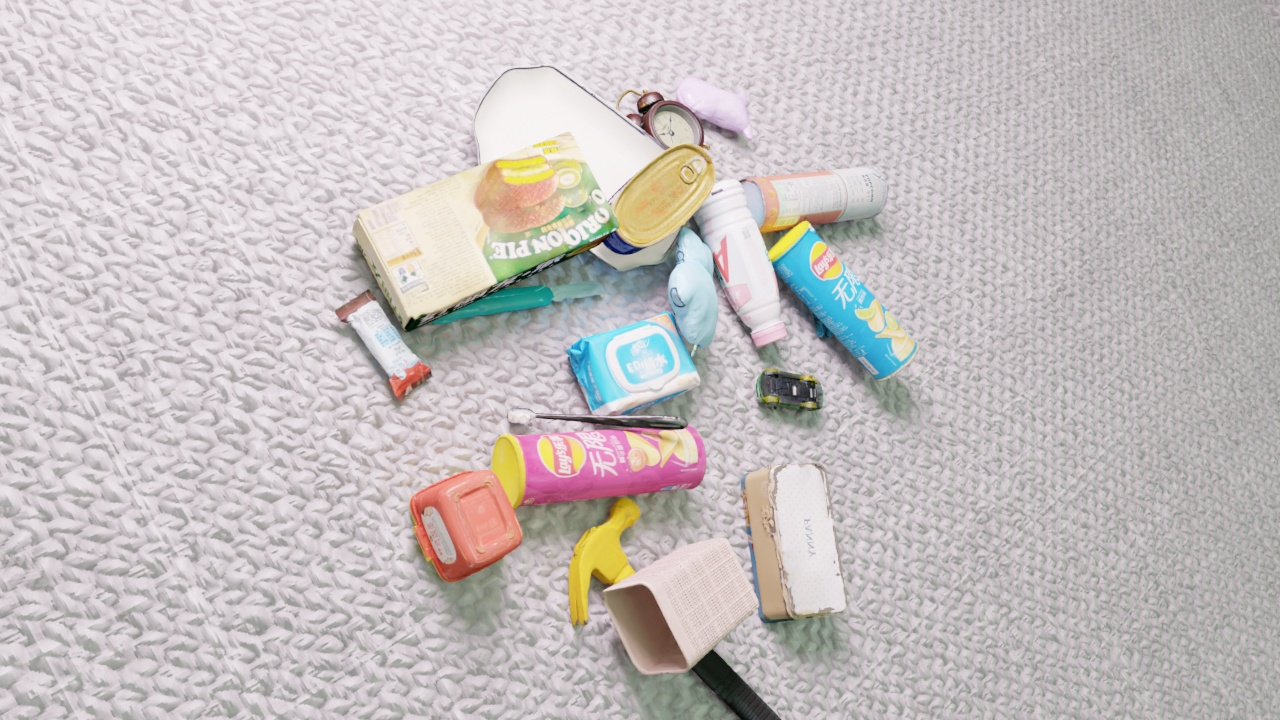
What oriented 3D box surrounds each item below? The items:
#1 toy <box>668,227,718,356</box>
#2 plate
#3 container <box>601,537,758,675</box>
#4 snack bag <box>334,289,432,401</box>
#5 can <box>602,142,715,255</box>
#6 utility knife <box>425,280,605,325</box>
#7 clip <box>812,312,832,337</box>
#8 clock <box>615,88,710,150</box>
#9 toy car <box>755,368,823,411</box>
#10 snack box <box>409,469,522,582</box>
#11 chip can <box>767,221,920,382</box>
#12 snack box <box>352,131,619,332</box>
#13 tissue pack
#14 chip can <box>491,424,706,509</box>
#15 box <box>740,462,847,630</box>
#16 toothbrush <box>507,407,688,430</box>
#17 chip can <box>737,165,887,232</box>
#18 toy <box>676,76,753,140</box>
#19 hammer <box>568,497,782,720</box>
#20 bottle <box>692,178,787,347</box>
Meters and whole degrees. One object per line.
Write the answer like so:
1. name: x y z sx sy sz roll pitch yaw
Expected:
1. toy: 0.060 -0.075 1.008 0.161 0.050 0.156 39 41 -67
2. plate: -0.065 -0.208 1.015 0.265 0.034 0.161 33 71 -17
3. container: 0.041 0.230 0.876 0.110 0.090 0.090 -25 87 -38
4. snack bag: -0.241 -0.015 0.865 0.104 0.026 0.048 52 51 -5
5. can: 0.017 -0.175 1.000 0.147 0.049 0.074 -46 104 -22
6. utility knife: -0.130 -0.062 0.953 0.215 0.013 0.029 -11 78 -30
7. clip: 0.231 -0.055 1.162 0.042 0.014 0.056 1 75 -29
8. clock: 0.021 -0.270 1.084 0.122 0.055 0.081 39 59 -12
9. toy car: 0.175 0.037 1.085 0.091 0.036 0.043 12 70 -28
10. snack box: -0.156 0.147 0.830 0.081 0.080 0.091 -23 87 -33
11. chip can: 0.247 -0.071 1.125 0.210 0.071 0.071 45 58 -8
12. snack box: -0.149 -0.129 0.906 0.239 0.063 0.114 -29 91 -25
13. tissue pack: -0.006 0.006 0.973 0.139 0.063 0.090 -19 83 -33
14. chip can: -0.038 0.104 0.918 0.210 0.072 0.071 -1 75 -31
15. box: 0.170 0.206 1.015 0.089 0.061 0.184 4 74 -29
16. toothbrush: -0.043 0.059 0.915 0.181 0.018 0.016 3 103 -2
17. chip can: 0.215 -0.205 1.166 0.214 0.071 0.071 -13 81 -33
18. toy: 0.093 -0.325 1.155 0.108 0.039 0.083 13 54 -22
19. hammer: 0.043 0.284 0.930 0.300 0.033 0.128 47 58 -9
20. bottle: 0.120 -0.113 1.086 0.068 0.068 0.197 -20 88 -34
